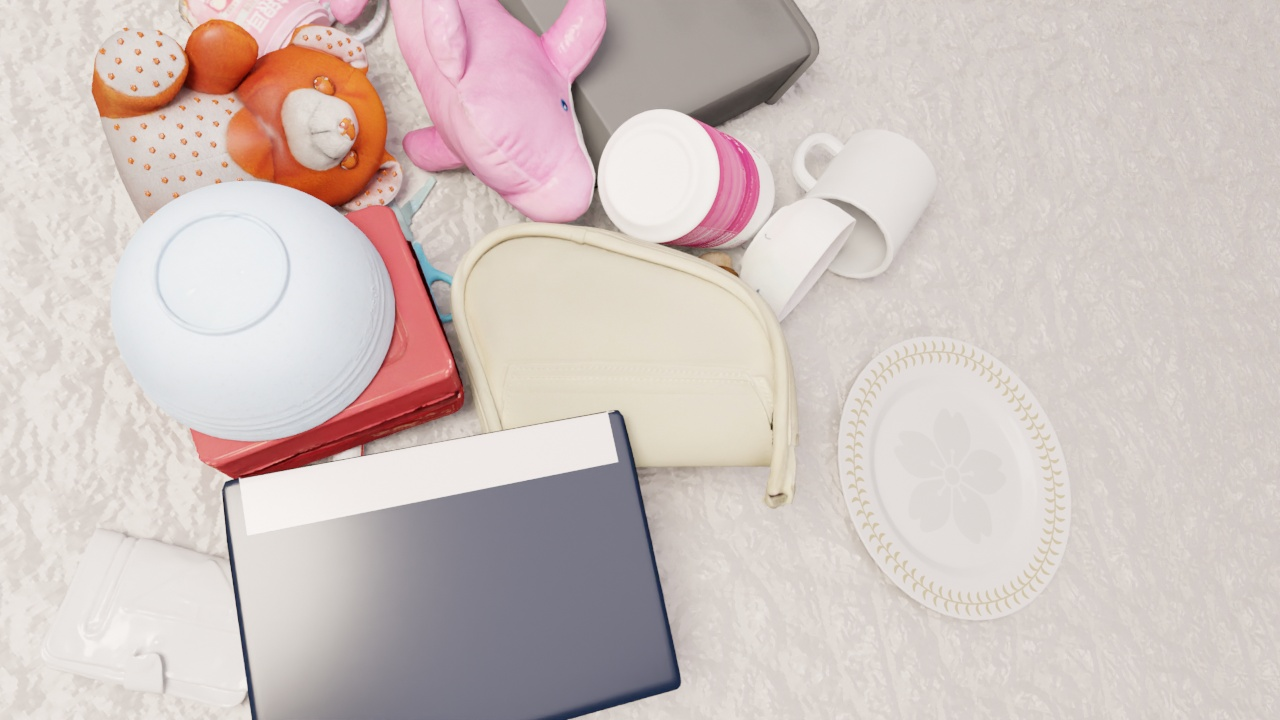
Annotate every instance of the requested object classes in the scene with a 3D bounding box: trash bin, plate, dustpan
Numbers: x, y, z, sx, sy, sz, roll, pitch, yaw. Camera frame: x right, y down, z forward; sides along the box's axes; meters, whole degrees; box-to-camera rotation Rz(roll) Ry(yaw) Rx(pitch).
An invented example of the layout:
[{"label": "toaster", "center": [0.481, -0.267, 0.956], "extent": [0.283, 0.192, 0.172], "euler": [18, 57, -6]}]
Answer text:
[{"label": "trash bin", "center": [0.002, -0.269, 0.744], "extent": [0.219, 0.098, 0.192], "euler": [-33, 88, -27]}, {"label": "plate", "center": [0.269, 0.097, 0.784], "extent": [0.242, 0.016, 0.242], "euler": [7, 71, -21]}, {"label": "dustpan", "center": [-0.103, 0.188, 0.555], "extent": [0.236, 0.080, 0.273], "euler": [-10, 80, -16]}]

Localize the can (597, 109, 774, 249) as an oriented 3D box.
[{"label": "can", "center": [0.040, -0.128, 0.678], "extent": [0.088, 0.088, 0.165], "euler": [65, 24, 7]}]

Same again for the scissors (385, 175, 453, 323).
[{"label": "scissors", "center": [-0.168, -0.076, 0.659], "extent": [0.126, 0.015, 0.135], "euler": [34, 66, -9]}]

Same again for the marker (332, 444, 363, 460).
[{"label": "marker", "center": [-0.192, 0.042, 0.606], "extent": [0.019, 0.019, 0.145], "euler": [4, 72, -22]}]

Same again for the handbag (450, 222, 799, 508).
[{"label": "handbag", "center": [-0.004, 0.004, 0.637], "extent": [0.229, 0.132, 0.184], "euler": [1, 88, 13]}]

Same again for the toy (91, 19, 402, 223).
[{"label": "toy", "center": [-0.244, -0.140, 0.595], "extent": [0.172, 0.093, 0.164], "euler": [-24, 115, -27]}]

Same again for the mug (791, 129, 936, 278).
[{"label": "mug", "center": [0.180, -0.143, 0.780], "extent": [0.121, 0.091, 0.090], "euler": [42, 63, -7]}]

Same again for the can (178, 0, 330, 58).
[{"label": "can", "center": [-0.266, -0.238, 0.638], "extent": [0.076, 0.067, 0.067], "euler": [36, 63, -8]}]

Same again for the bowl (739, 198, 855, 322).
[{"label": "bowl", "center": [0.119, -0.084, 0.732], "extent": [0.054, 0.105, 0.104], "euler": [37, 62, 10]}]

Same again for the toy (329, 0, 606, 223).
[{"label": "toy", "center": [-0.119, -0.210, 0.615], "extent": [0.187, 0.127, 0.265], "euler": [-34, 81, 16]}]

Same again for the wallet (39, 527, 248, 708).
[{"label": "wallet", "center": [-0.273, 0.149, 0.532], "extent": [0.116, 0.032, 0.086], "euler": [16, 66, -18]}]

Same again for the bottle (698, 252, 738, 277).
[{"label": "bottle", "center": [0.057, -0.006, 0.699], "extent": [0.067, 0.068, 0.156], "euler": [7, 71, -21]}]

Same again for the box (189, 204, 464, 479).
[{"label": "box", "center": [-0.200, -0.005, 0.573], "extent": [0.158, 0.087, 0.129], "euler": [-21, 79, -12]}]

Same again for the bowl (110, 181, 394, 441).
[{"label": "bowl", "center": [-0.215, -0.036, 0.495], "extent": [0.150, 0.075, 0.150], "euler": [1, 75, -5]}]

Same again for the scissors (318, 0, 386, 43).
[{"label": "scissors", "center": [-0.209, -0.310, 0.717], "extent": [0.076, 0.017, 0.173], "euler": [31, 61, -7]}]
